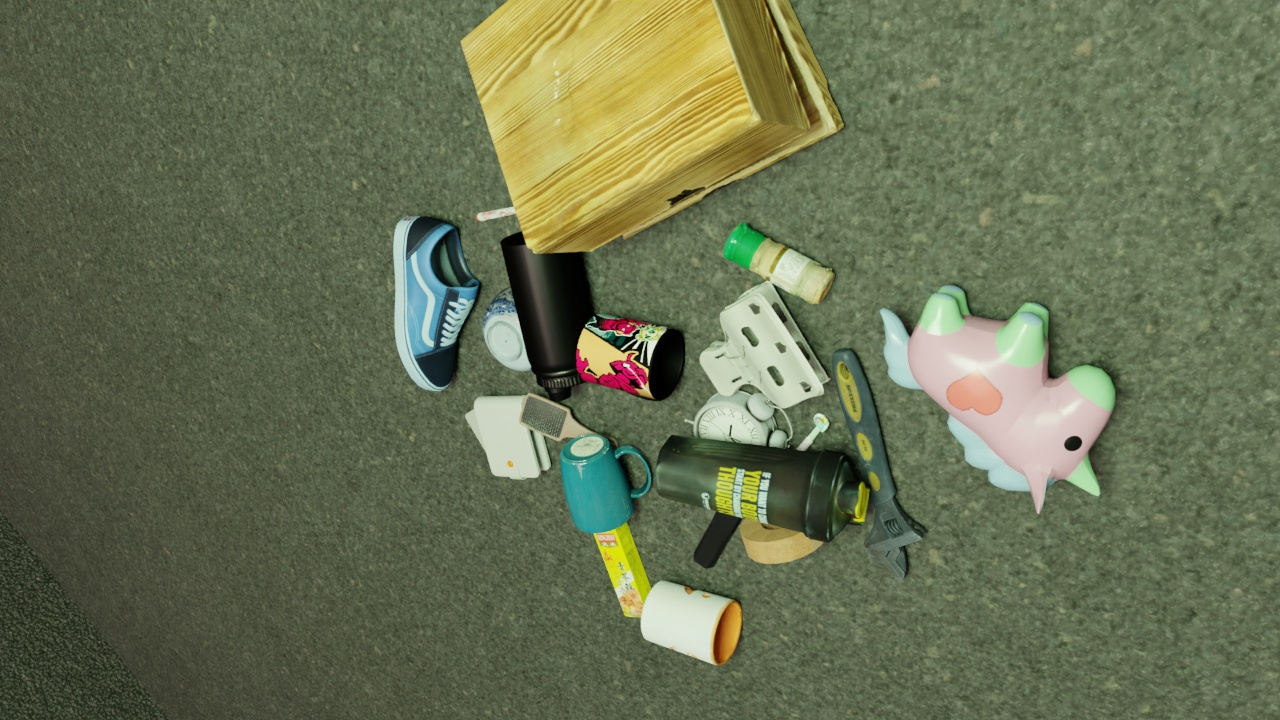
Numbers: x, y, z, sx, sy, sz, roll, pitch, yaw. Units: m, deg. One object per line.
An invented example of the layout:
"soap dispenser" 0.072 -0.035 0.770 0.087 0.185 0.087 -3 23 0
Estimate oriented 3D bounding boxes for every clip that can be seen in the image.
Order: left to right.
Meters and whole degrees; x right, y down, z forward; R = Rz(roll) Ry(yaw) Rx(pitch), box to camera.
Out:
"clip" 0.134 -0.014 0.976 0.126 0.101 0.152 59 158 -3

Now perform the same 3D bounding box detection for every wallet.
"wallet" -0.186 0.105 1.252 0.115 0.037 0.118 -3 108 35

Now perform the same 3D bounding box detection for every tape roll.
"tape roll" 0.160 0.190 1.027 0.094 0.093 0.027 -8 108 36

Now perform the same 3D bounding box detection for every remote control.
"remote control" 0.098 0.208 1.128 0.032 0.015 0.137 34 128 15

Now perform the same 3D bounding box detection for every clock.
"clock" 0.116 0.080 1.038 0.123 0.035 0.094 -15 105 39

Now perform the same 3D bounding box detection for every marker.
"marker" -0.143 -0.180 1.093 0.142 0.012 0.013 -4 111 35

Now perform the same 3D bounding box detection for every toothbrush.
"toothbrush" 0.167 0.116 1.035 0.155 0.015 0.022 -60 41 37

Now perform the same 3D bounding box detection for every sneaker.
"sneaker" -0.257 -0.064 1.185 0.098 0.083 0.241 13 117 29

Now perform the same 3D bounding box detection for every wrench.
"wrench" 0.249 0.114 0.976 0.074 0.022 0.273 -5 111 43

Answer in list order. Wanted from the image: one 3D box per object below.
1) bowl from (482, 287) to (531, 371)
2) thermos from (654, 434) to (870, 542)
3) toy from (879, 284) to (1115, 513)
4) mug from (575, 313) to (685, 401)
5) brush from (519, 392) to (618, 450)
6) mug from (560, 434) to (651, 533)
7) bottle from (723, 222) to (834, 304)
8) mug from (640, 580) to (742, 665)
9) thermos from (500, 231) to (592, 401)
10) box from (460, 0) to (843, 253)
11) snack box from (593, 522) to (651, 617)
"bowl" -0.160 -0.032 1.158 0.114 0.045 0.114 15 121 27
"thermos" 0.130 0.132 0.981 0.221 0.097 0.098 7 117 23
"toy" 0.317 0.030 0.837 0.222 0.119 0.171 16 112 25
"mug" -0.006 0.006 1.062 0.098 0.081 0.118 13 147 28
"brush" -0.092 0.088 1.176 0.136 0.015 0.050 23 114 8
"mug" -0.044 0.146 1.150 0.112 0.084 0.104 -14 118 1
"bottle" 0.140 -0.098 0.928 0.111 0.043 0.043 31 127 16
"mug" 0.065 0.333 1.171 0.105 0.082 0.082 9 118 31
"thermos" -0.101 -0.052 1.082 0.086 0.085 0.199 3 115 32
"box" 0.005 -0.270 0.872 0.280 0.191 0.251 -23 85 39
"snack box" -0.022 0.276 1.234 0.040 0.028 0.148 -8 108 36
